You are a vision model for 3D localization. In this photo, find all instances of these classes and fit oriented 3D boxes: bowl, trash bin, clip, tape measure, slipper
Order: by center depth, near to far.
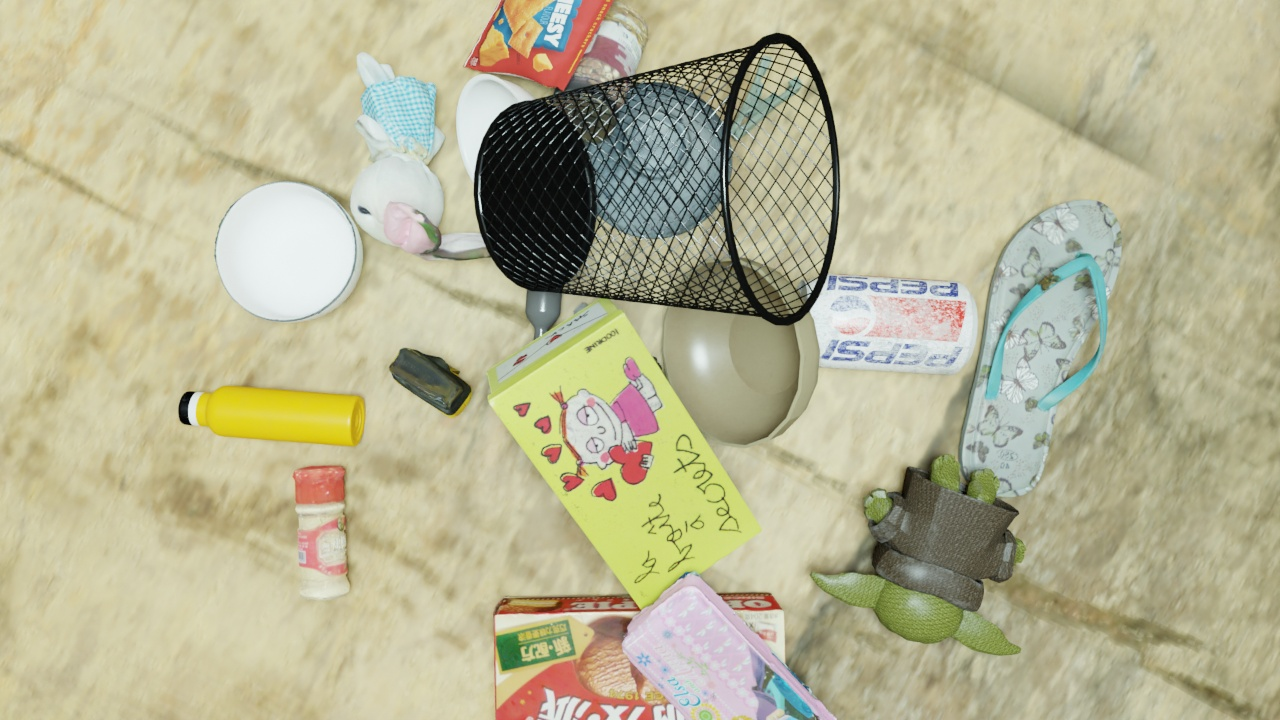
[{"bbox_3d":[0.008,-0.119,0.650,0.210,0.183,0.184,3,88,32],"label":"trash bin"},{"bbox_3d":[0.087,-0.009,0.739,0.050,0.153,0.152,-10,88,-41],"label":"bowl"},{"bbox_3d":[-0.103,-0.182,0.758,0.040,0.110,0.110,-25,89,-38],"label":"bowl"},{"bbox_3d":[-0.170,0.017,0.758,0.065,0.064,0.037,32,81,9],"label":"tape measure"},{"bbox_3d":[-0.283,-0.086,0.759,0.113,0.063,0.113,0,88,-1],"label":"bowl"},{"bbox_3d":[0.012,-0.174,0.769,0.137,0.057,0.137,0,89,-1],"label":"bowl"},{"bbox_3d":[0.335,-0.015,0.774,0.098,0.054,0.268,20,90,2],"label":"slipper"},{"bbox_3d":[0.101,-0.221,0.790,0.059,0.023,0.076,38,86,1],"label":"clip"}]

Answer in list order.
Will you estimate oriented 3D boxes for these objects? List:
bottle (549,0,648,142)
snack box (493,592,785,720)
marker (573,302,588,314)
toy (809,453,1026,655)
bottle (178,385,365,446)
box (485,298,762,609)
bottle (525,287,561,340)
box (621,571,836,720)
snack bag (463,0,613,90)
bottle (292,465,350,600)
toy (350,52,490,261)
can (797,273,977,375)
[{"bbox_3d":[-0.033,-0.238,0.754,0.056,0.056,0.105,18,67,-1],"label":"bottle"},{"bbox_3d":[-0.001,0.255,0.756,0.236,0.060,0.113,0,91,-1],"label":"snack box"},{"bbox_3d":[-0.005,0.005,0.785,0.016,0.016,0.140,-44,89,-2],"label":"marker"},{"bbox_3d":[0.244,0.157,0.754,0.179,0.078,0.153,20,96,0],"label":"toy"},{"bbox_3d":[-0.308,0.045,0.765,0.143,0.043,0.043,5,88,-1],"label":"bottle"},{"bbox_3d":[-0.012,0.074,0.719,0.124,0.081,0.221,-31,108,-2],"label":"box"},{"bbox_3d":[-0.082,-0.056,0.778,0.030,0.030,0.113,4,88,-1],"label":"bottle"},{"bbox_3d":[0.088,0.268,0.711,0.085,0.053,0.230,-42,93,16],"label":"box"},{"bbox_3d":[-0.074,-0.286,0.752,0.144,0.039,0.130,27,88,42],"label":"snack bag"},{"bbox_3d":[-0.266,0.143,0.765,0.044,0.044,0.109,-3,89,-1],"label":"bottle"},{"bbox_3d":[-0.205,-0.159,0.752,0.106,0.131,0.205,-28,76,20],"label":"toy"},{"bbox_3d":[0.199,-0.030,0.758,0.136,0.078,0.078,3,88,-1],"label":"can"}]
